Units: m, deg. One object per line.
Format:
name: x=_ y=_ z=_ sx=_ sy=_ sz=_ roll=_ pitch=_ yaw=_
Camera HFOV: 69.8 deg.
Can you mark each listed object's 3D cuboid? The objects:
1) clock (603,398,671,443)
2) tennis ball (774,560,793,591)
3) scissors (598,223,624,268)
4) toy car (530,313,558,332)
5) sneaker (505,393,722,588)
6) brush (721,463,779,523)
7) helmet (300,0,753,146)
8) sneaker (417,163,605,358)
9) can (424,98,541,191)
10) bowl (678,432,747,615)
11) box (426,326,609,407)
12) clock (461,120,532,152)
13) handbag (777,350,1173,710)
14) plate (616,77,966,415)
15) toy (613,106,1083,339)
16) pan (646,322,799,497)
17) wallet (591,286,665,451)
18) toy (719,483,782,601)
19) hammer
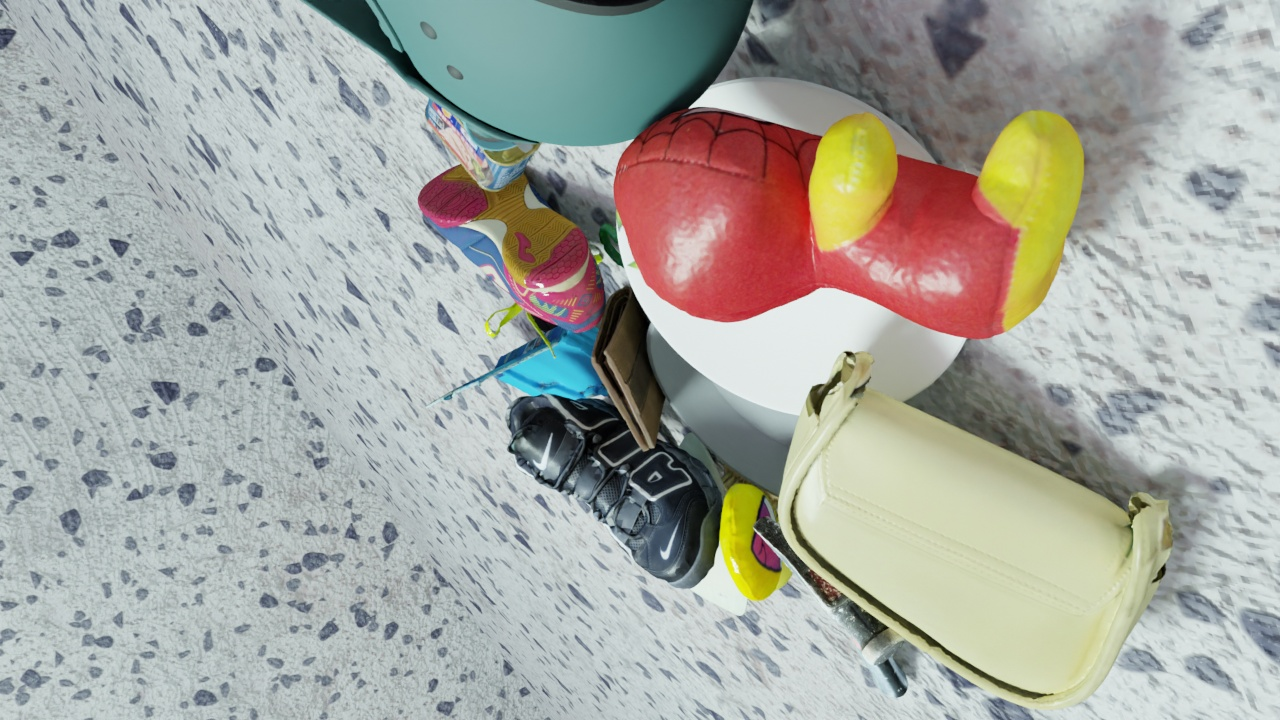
clock: x=-0.013 y=0.113 z=0.976 sx=0.117 sy=0.058 sz=0.158 roll=24 pitch=150 yaw=39
tennis ball: x=0.115 y=0.188 z=0.873 sx=0.065 sy=0.065 sz=0.065 roll=38 pitch=153 yaw=23
scissors: x=0.016 y=-0.068 z=0.738 sx=0.125 sy=0.011 sz=0.130 roll=46 pitch=156 yaw=-4
toy car: x=-0.095 y=-0.057 z=0.904 sx=0.042 sy=0.036 sz=0.092 roll=9 pitch=133 yaw=55
sneaker: x=-0.039 y=0.095 z=0.790 sx=0.150 sy=0.097 sz=0.252 roll=22 pitch=-169 yaw=-40
brush: x=0.117 y=0.130 z=0.819 sx=0.117 sy=0.039 sz=0.049 roll=32 pitch=151 yaw=38
helmet: x=-0.077 y=-0.215 z=0.454 sx=0.274 sy=0.176 sz=0.200 roll=27 pitch=172 yaw=-6
sneaker: x=-0.117 y=-0.095 z=0.802 sx=0.242 sy=0.116 sz=0.091 roll=40 pitch=166 yaw=41
can: x=-0.131 y=-0.194 z=0.752 sx=0.100 sy=0.053 sz=0.059 roll=51 pitch=157 yaw=-3
bowl: x=0.043 y=0.160 z=0.866 sx=0.177 sy=0.057 sz=0.176 roll=165 pitch=91 yaw=-80
box: x=-0.112 y=0.007 z=0.918 sx=0.244 sy=0.170 sz=0.070 roll=161 pitch=108 yaw=-65
clock: x=-0.104 y=-0.202 z=0.661 sx=0.042 sy=0.087 sz=0.123 roll=52 pitch=170 yaw=26
handbag: x=0.195 y=0.100 z=0.565 sx=0.233 sy=0.088 sz=0.191 roll=27 pitch=136 yaw=9
plate: x=0.092 y=-0.065 z=0.564 sx=0.229 sy=0.030 sz=0.230 roll=19 pitch=133 yaw=22
toy: x=0.086 y=-0.065 z=0.435 sx=0.216 sy=0.098 sz=0.147 roll=7 pitch=164 yaw=22
pan: x=0.141 y=0.090 z=0.709 sx=0.356 sy=0.050 sz=0.201 roll=46 pitch=155 yaw=1
wallet: x=-0.005 y=0.005 z=0.773 sx=0.027 sy=0.120 sz=0.099 roll=-18 pitch=117 yaw=17
toy: x=0.088 y=0.146 z=0.740 sx=0.041 sy=0.094 sz=0.095 roll=-13 pitch=93 yaw=21
hammer: x=0.179 y=0.221 z=0.756 sx=0.140 sy=0.036 sz=0.326 roll=51 pitch=178 yaw=37
